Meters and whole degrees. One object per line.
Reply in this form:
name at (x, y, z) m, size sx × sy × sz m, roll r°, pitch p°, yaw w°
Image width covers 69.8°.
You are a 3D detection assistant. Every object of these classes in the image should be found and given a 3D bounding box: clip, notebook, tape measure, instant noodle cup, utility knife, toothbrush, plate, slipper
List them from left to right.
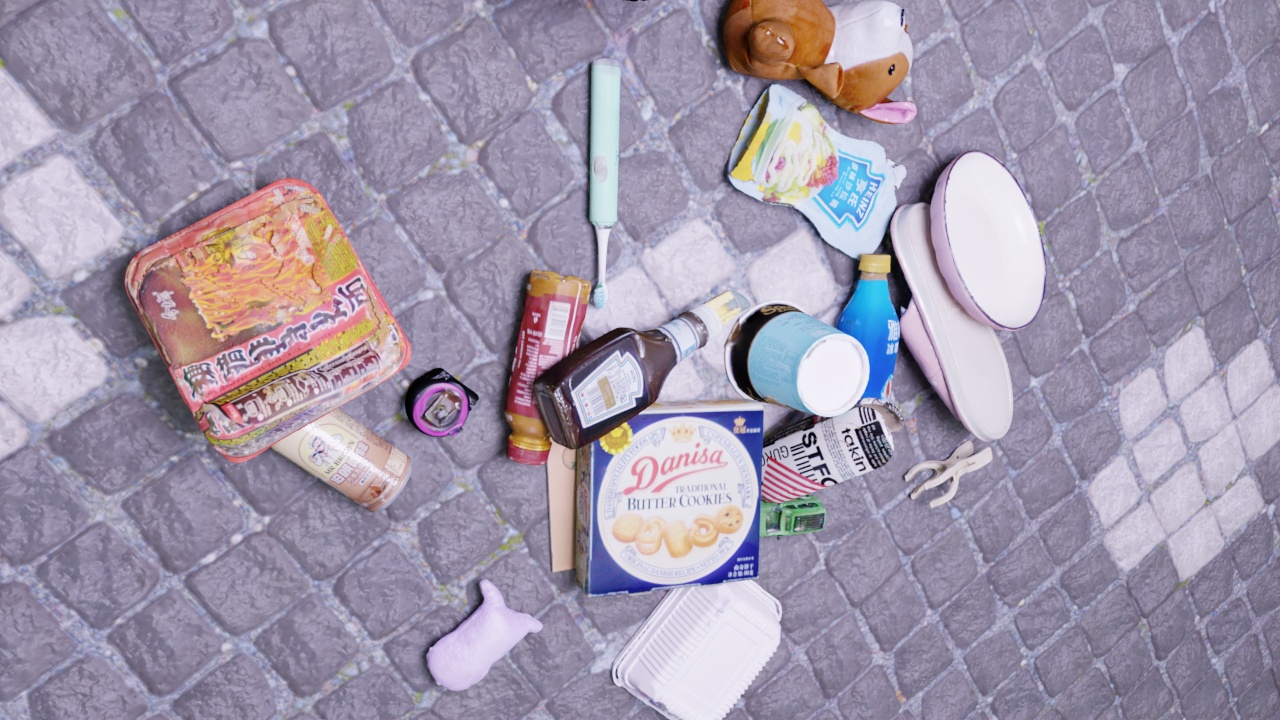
instant noodle cup at (-0.288, -0.031, 0.722) m, size 0.164 × 0.079 × 0.189 m, roll -30°, pitch 83°, yaw -11°
tape measure at (-0.180, 0.040, 0.821) m, size 0.057 × 0.039 × 0.058 m, roll 43°, pitch 85°, yaw -24°
toothbrush at (-0.034, -0.158, 0.838) m, size 0.026 × 0.027 × 0.224 m, roll 6°, pitch 103°, yaw 18°
notebook at (0.007, 0.130, 0.930) m, size 0.207 × 0.008 × 0.148 m, roll -6°, pitch 104°, yaw -20°
utility knife at (0.023, -0.016, 0.902) m, size 0.198 × 0.021 × 0.031 m, roll -30°, pitch 105°, yaw -7°
instant noodle cup at (0.071, 0.308, 0.967) m, size 0.138 × 0.060 × 0.173 m, roll 41°, pitch 87°, yaw -24°
instant noodle cup at (0.156, 0.003, 0.896) m, size 0.111 × 0.120 × 0.111 m, roll -5°, pitch 103°, yaw -20°
slipper at (0.322, -0.036, 0.973) m, size 0.113 × 0.055 × 0.274 m, roll -37°, pitch 106°, yaw -38°
clip at (0.354, 0.129, 1.029) m, size 0.104 × 0.081 × 0.035 m, roll -22°, pitch 109°, yaw -3°
plate at (0.357, -0.122, 0.958) m, size 0.192 × 0.039 × 0.192 m, roll 11°, pitch 73°, yaw -38°

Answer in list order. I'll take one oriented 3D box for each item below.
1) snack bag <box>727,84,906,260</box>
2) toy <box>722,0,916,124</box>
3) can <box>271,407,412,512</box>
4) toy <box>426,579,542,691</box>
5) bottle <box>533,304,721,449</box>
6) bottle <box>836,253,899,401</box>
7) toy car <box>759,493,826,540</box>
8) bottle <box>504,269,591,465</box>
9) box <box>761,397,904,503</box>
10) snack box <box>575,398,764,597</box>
snack bag at (0.180, -0.183, 0.910) m, size 0.191 × 0.039 × 0.110 m, roll 24°, pitch 87°, yaw -25°
toy at (0.178, -0.297, 0.843) m, size 0.199 × 0.131 × 0.140 m, roll 16°, pitch 74°, yaw -30°
can at (-0.258, 0.078, 0.790) m, size 0.116 × 0.058 × 0.058 m, roll 40°, pitch 86°, yaw -23°
toy at (-0.158, 0.270, 0.882) m, size 0.108 × 0.039 × 0.084 m, roll -43°, pitch 113°, yaw -4°
bottle at (-0.005, 0.005, 0.838) m, size 0.194 × 0.044 × 0.080 m, roll -32°, pitch 118°, yaw -29°
bottle at (0.233, -0.001, 0.954) m, size 0.065 × 0.065 × 0.219 m, roll -2°, pitch 103°, yaw -21°
toy car at (0.155, 0.167, 0.980) m, size 0.091 × 0.036 × 0.043 m, roll -2°, pitch 104°, yaw -16°
bottle at (-0.089, 0.008, 0.838) m, size 0.057 × 0.057 × 0.175 m, roll 8°, pitch 99°, yaw -22°
box at (0.187, 0.083, 0.918) m, size 0.087 × 0.163 × 0.076 m, roll -20°, pitch 81°, yaw -49°
snack box at (0.029, 0.132, 0.901) m, size 0.177 × 0.046 × 0.182 m, roll -2°, pitch 97°, yaw -19°
